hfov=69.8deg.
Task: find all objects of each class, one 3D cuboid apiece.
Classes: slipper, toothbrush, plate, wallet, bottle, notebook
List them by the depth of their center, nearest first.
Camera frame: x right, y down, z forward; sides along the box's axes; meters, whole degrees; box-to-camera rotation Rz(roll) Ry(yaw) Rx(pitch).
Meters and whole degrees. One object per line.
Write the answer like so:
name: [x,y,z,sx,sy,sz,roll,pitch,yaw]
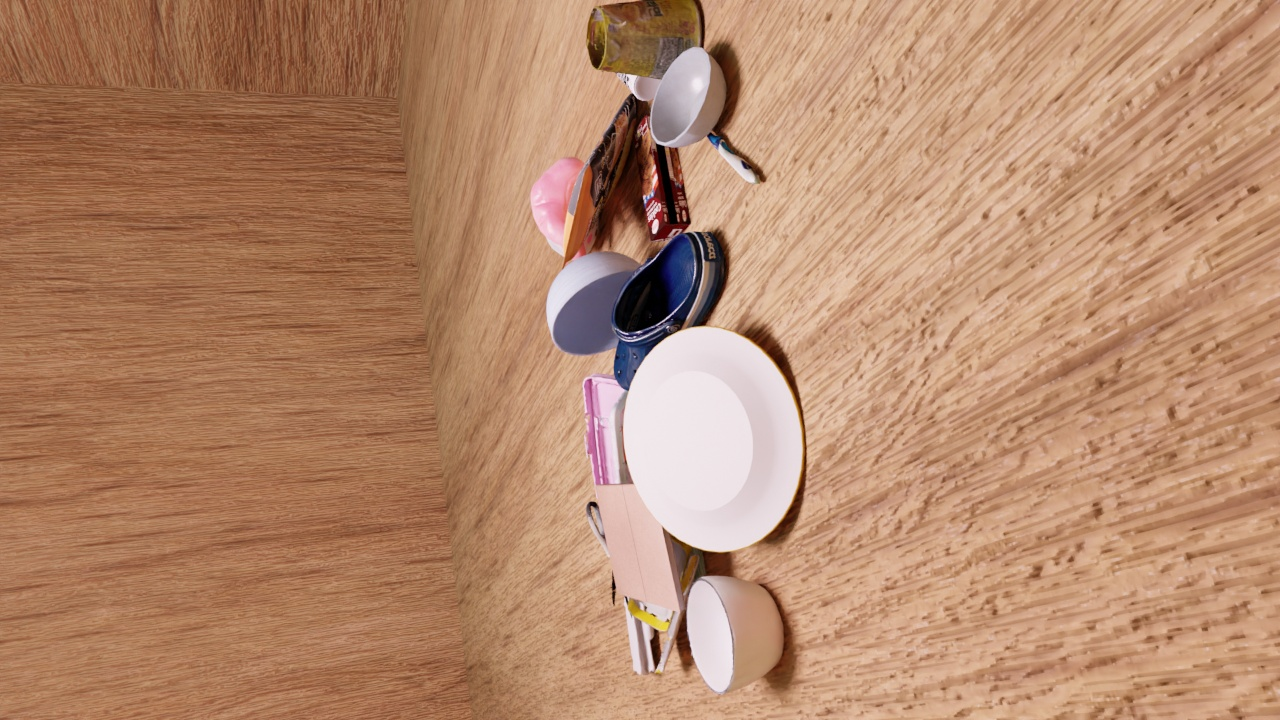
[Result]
plate: [0.062,0.081,0.926,0.230,0.021,0.230,3,95,42]
toothbrush: [0.085,-0.229,0.962,0.017,0.016,0.189,-68,31,30]
slipper: [0.013,-0.059,1.067,0.254,0.095,0.105,-58,43,48]
notebook: [-0.005,0.215,1.085,0.209,0.008,0.141,158,100,-68]
bottle: [-0.008,-0.363,1.146,0.116,0.041,0.041,-120,33,-49]
wallet: [0.000,0.374,1.277,0.086,0.032,0.116,133,128,-77]

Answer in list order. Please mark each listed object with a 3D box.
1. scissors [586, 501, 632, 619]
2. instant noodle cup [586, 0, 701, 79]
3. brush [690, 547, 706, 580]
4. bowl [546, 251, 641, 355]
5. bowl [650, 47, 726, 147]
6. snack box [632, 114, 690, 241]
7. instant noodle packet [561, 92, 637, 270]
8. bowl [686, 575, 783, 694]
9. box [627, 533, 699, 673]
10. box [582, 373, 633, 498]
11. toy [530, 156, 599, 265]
scissors: [-0.035,0.264,1.250,0.157,0.013,0.169,61,-164,0]
instant noodle cup: [0.001,-0.360,1.027,0.102,0.108,0.102,173,90,-69]
brush: [0.045,0.171,1.141,0.033,0.012,0.217,113,147,-50]
bowl: [-0.057,-0.083,1.152,0.074,0.150,0.151,58,148,31]
bowl: [0.056,-0.273,0.973,0.107,0.039,0.106,-30,53,49]
snack box: [0.024,-0.218,1.098,0.051,0.031,0.140,140,123,-65]
instant noodle packet: [-0.051,-0.233,1.168,0.160,0.032,0.220,110,-178,-47]
bowl: [0.099,0.277,0.942,0.116,0.065,0.116,176,90,-69]
box: [0.019,0.291,1.110,0.079,0.084,0.211,-53,-19,-42]
box: [-0.040,0.128,1.191,0.101,0.102,0.202,8,117,26]
toy: [-0.104,-0.212,1.313,0.213,0.084,0.142,-30,-59,-85]
